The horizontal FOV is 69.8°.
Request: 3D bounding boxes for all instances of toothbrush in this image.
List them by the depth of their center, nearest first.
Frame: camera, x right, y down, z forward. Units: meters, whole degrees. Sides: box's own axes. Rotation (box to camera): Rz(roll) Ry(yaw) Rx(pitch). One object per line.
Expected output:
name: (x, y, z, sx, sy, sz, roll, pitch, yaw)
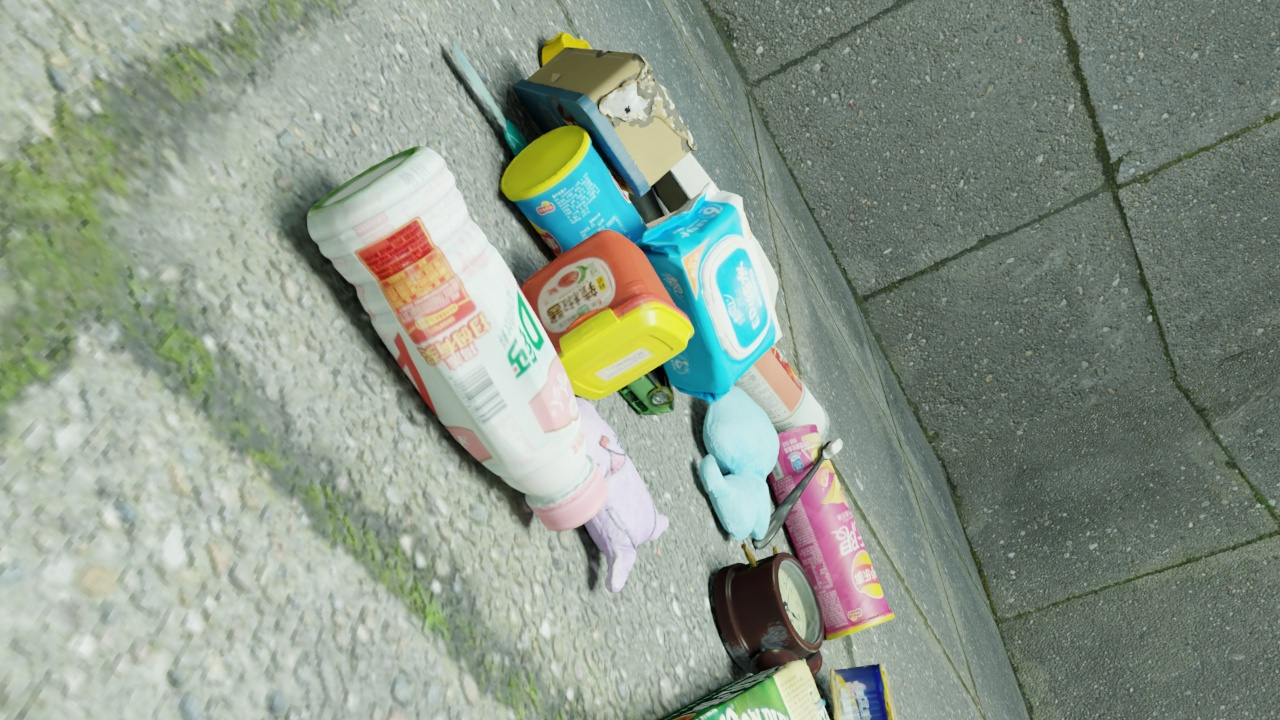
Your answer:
toothbrush: (0.155, 0.126, 0.890, 0.015, 0.018, 0.180, 53, 47, -3)

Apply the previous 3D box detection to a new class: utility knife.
utility knife: (-0.080, -0.143, 0.692, 0.216, 0.013, 0.029, 58, 21, -30)

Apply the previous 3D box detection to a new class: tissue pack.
tissue pack: (0.048, -0.048, 0.660, 0.089, 0.063, 0.140, -43, 122, -38)

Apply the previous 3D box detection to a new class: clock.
clock: (0.100, 0.198, 0.682, 0.082, 0.055, 0.121, 21, 48, -55)

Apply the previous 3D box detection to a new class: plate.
plate: (0.066, -0.152, 0.952, 0.265, 0.034, 0.162, 55, -1, 17)

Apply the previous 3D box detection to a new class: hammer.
hammer: (-0.013, -0.179, 0.900, 0.301, 0.033, 0.128, 62, 19, -11)

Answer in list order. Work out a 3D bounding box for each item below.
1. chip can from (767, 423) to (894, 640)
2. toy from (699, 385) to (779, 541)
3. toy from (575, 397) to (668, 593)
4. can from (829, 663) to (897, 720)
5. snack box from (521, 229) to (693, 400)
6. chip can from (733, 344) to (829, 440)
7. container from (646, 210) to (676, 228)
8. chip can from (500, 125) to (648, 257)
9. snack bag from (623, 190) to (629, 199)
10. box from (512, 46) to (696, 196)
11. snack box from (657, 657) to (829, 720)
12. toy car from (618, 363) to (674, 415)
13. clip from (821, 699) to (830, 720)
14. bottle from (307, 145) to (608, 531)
chip can: (0.188, 0.174, 0.948, 0.071, 0.071, 0.210, 23, 45, -64)
toy: (0.089, 0.084, 0.822, 0.161, 0.050, 0.156, 14, 60, -58)
toy: (-0.024, 0.072, 0.534, 0.108, 0.039, 0.083, 63, 27, -10)
can: (0.196, 0.331, 0.777, 0.075, 0.049, 0.147, 64, 19, -44)
snack box: (-0.024, -0.029, 0.587, 0.082, 0.091, 0.080, 29, 33, -60)
chip can: (0.132, 0.023, 0.987, 0.214, 0.071, 0.071, 46, 26, -45)
container: (0.040, -0.061, 0.813, 0.111, 0.090, 0.090, 58, 19, -34)
chip can: (-0.016, -0.072, 0.691, 0.210, 0.071, 0.071, 52, 22, -37)
snack bag: (-0.031, -0.148, 0.808, 0.104, 0.026, 0.048, -55, 131, -64)
box: (-0.034, -0.187, 0.702, 0.090, 0.061, 0.184, 53, -9, -29)
snack box: (0.061, 0.244, 0.511, 0.240, 0.063, 0.114, 21, 47, -65)
toy car: (-0.004, 0.004, 0.681, 0.091, 0.036, 0.043, 55, 22, -35)
clip: (0.150, 0.297, 0.778, 0.056, 0.014, 0.042, 49, 25, -46)
bottle: (-0.077, -0.002, 0.441, 0.197, 0.068, 0.068, 60, 19, -24)
